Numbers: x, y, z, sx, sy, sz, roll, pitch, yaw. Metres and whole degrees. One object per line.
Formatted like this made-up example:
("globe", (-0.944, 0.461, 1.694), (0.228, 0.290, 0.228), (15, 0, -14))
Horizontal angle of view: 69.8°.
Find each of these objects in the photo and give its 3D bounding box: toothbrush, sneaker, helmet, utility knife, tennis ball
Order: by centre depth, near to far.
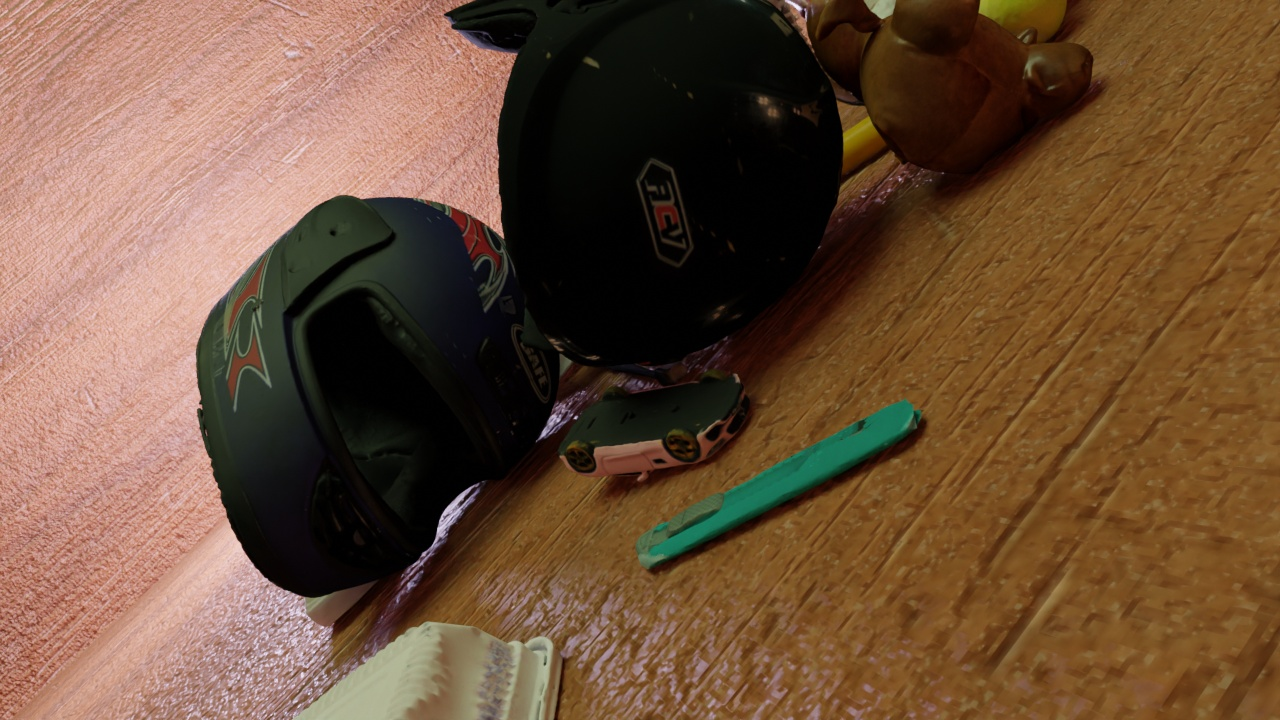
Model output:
("utility knife", (0.049, 0.054, 0.382), (0.152, 0.013, 0.029), (-34, 18, 31))
("helmet", (0.008, -0.118, 0.560), (0.230, 0.234, 0.274), (-7, 26, 11))
("tennis ball", (0.244, -0.233, 0.601), (0.065, 0.065, 0.065), (-39, 14, 12))
("toothbrush", (-0.004, 0.004, 0.672), (0.018, 0.015, 0.181), (-39, 14, -12))
("helmet", (-0.181, 0.007, 0.708), (0.240, 0.247, 0.315), (-26, 38, -2))
("sneaker", (-0.260, 0.139, 0.807), (0.089, 0.091, 0.242), (-42, 15, 4))

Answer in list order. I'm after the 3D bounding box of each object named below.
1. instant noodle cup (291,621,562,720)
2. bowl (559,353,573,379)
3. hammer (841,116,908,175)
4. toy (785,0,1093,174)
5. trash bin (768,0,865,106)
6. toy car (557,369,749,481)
("instant noodle cup", (-0.117, 0.179, 0.370), (0.174, 0.060, 0.137), (-37, 15, 13))
("bowl", (-0.108, -0.015, 0.871), (0.118, 0.064, 0.118), (-44, 18, 19))
("hammer", (0.122, -0.137, 0.718), (0.302, 0.033, 0.128), (-31, 17, 38))
("toy", (0.163, -0.195, 0.543), (0.131, 0.140, 0.199), (-60, 21, 19))
("trash bin", (0.226, -0.330, 0.695), (0.193, 0.227, 0.226), (-5, 38, 48))
("toy car", (0.007, 0.039, 0.501), (0.123, 0.037, 0.056), (-12, 34, 40))
